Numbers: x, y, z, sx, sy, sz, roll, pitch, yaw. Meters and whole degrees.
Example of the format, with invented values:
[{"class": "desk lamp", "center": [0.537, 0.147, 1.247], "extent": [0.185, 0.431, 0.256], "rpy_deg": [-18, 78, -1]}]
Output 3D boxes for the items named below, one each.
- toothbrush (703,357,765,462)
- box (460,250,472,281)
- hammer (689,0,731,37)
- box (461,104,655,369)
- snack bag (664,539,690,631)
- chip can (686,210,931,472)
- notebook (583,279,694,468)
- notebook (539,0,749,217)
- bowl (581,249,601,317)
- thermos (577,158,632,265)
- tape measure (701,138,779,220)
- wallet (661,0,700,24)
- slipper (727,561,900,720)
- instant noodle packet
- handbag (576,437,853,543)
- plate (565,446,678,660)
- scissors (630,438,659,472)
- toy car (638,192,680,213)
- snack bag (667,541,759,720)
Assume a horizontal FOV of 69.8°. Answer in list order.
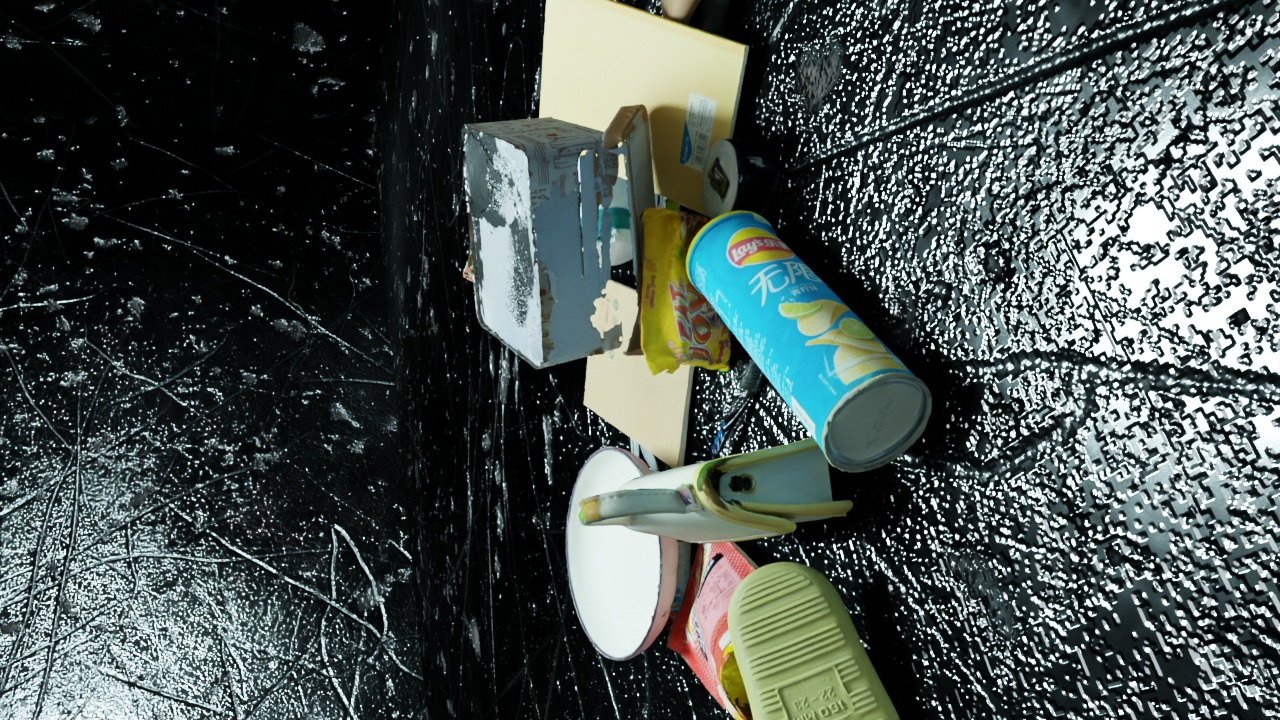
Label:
[{"class": "toothbrush", "center": [0.061, 0.069, 0.750], "extent": [0.014, 0.016, 0.190], "rpy_deg": [-103, 30, -49]}, {"class": "box", "center": [-0.146, -0.163, 1.086], "extent": [0.168, 0.078, 0.092], "rpy_deg": [-62, 6, -31]}, {"class": "hammer", "center": [0.059, -0.295, 0.731], "extent": [0.128, 0.032, 0.301], "rpy_deg": [-125, 39, -56]}, {"class": "box", "center": [-0.035, -0.106, 0.737], "extent": [0.150, 0.166, 0.182], "rpy_deg": [32, 130, 50]}, {"class": "snack bag", "center": [0.032, 0.196, 0.841], "extent": [0.048, 0.026, 0.104], "rpy_deg": [-160, 69, -69]}, {"class": "chip can", "center": [0.101, -0.021, 0.596], "extent": [0.210, 0.071, 0.071], "rpy_deg": [-121, 36, -50]}, {"class": "notebook", "center": [-0.005, 0.005, 0.911], "extent": [0.208, 0.008, 0.148], "rpy_deg": [29, 117, 57]}, {"class": "notebook", "center": [-0.007, -0.220, 0.771], "extent": [0.206, 0.010, 0.146], "rpy_deg": [29, 130, 28]}, {"class": "bowl", "center": [-0.085, -0.104, 1.062], "extent": [0.118, 0.064, 0.118], "rpy_deg": [177, 90, -69]}, {"class": "thermos", "center": [-0.043, -0.209, 0.951], "extent": [0.073, 0.073, 0.224], "rpy_deg": [139, 125, -63]}, {"class": "tape measure", "center": [0.073, -0.136, 0.705], "extent": [0.066, 0.033, 0.066], "rpy_deg": [112, 148, -42]}, {"class": "wallet", "center": [0.039, -0.330, 0.710], "extent": [0.101, 0.020, 0.115], "rpy_deg": [136, 132, -61]}, {"class": "slipper", "center": [0.117, 0.222, 0.581], "extent": [0.081, 0.092, 0.190], "rpy_deg": [37, -147, -69]}, {"class": "instant noodle packet", "center": [0.038, -0.052, 0.719], "extent": [0.044, 0.110, 0.128], "rpy_deg": [-2, 87, 32]}, {"class": "handbag", "center": [0.035, 0.098, 0.625], "extent": [0.164, 0.178, 0.063], "rpy_deg": [149, 112, -64]}, {"class": "plate", "center": [-0.013, 0.176, 0.850], "extent": [0.193, 0.039, 0.192], "rpy_deg": [-9, 80, 61]}, {"class": "scissors", "center": [-0.011, 0.040, 0.957], "extent": [0.225, 0.015, 0.189], "rpy_deg": [-124, 38, -51]}, {"class": "toy car", "center": [0.021, -0.127, 0.834], "extent": [0.048, 0.032, 0.105], "rpy_deg": [17, 111, 59]}, {"class": "snack bag", "center": [0.066, 0.203, 0.717], "extent": [0.208, 0.073, 0.128], "rpy_deg": [-159, 76, -75]}]
